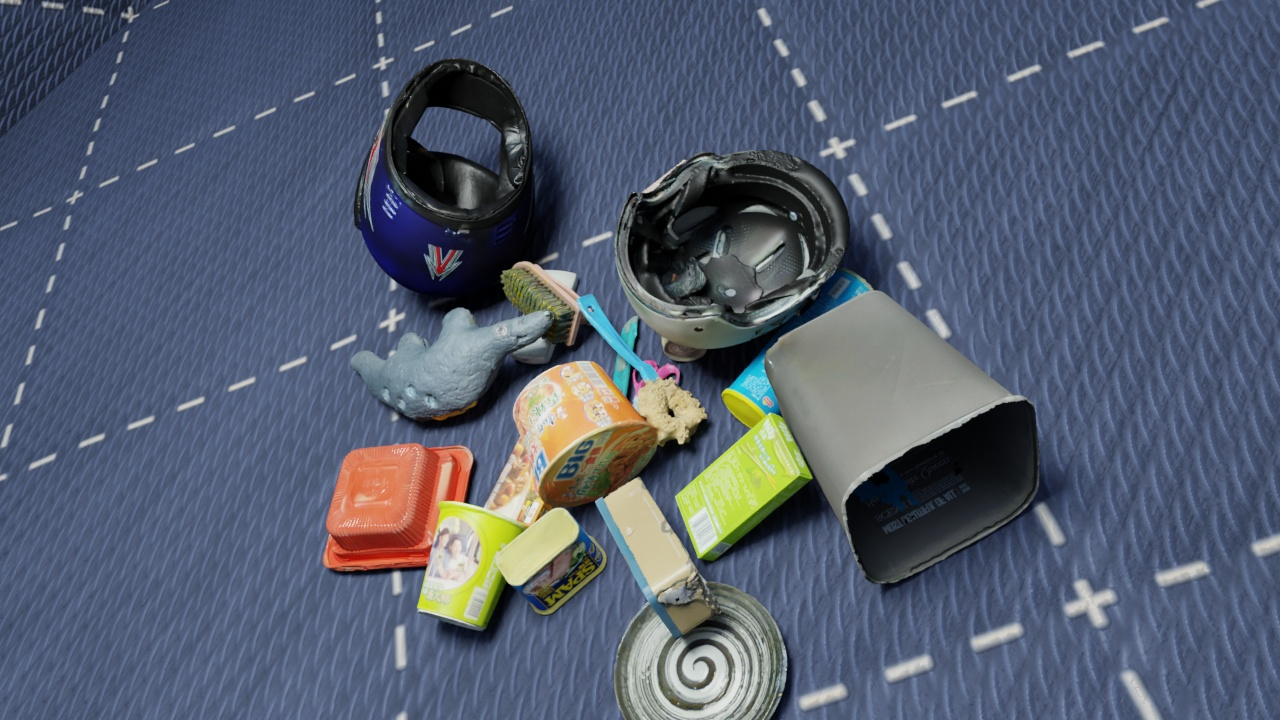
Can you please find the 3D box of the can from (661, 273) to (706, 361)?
[{"bbox_3d":[0.056,-0.061,1.172,0.058,0.058,0.116,-10,53,15],"label":"can"}]

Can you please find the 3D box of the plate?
[{"bbox_3d":[0.061,0.311,0.926,0.180,0.024,0.179,-12,52,16],"label":"plate"}]

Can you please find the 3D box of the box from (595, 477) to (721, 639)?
[{"bbox_3d":[0.014,0.199,0.963,0.061,0.090,0.184,-33,32,-6],"label":"box"}]

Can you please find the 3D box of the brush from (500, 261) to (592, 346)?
[{"bbox_3d":[-0.128,-0.084,1.240,0.072,0.063,0.145,-19,48,-38],"label":"brush"}]

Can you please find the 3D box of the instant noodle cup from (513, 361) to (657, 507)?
[{"bbox_3d":[-0.070,0.080,1.054,0.151,0.151,0.111,-32,59,-2],"label":"instant noodle cup"}]

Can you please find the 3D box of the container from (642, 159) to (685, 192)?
[{"bbox_3d":[0.059,-0.205,1.259,0.110,0.090,0.090,-43,51,-16],"label":"container"}]

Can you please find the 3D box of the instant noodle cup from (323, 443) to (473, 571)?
[{"bbox_3d":[-0.310,0.174,1.141,0.189,0.079,0.164,-7,55,15],"label":"instant noodle cup"}]

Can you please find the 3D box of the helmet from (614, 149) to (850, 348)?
[{"bbox_3d":[0.099,-0.113,1.078,0.273,0.157,0.230,-29,68,-20],"label":"helmet"}]

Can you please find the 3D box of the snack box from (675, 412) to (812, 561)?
[{"bbox_3d":[0.107,0.137,0.983,0.157,0.026,0.085,-46,44,26],"label":"snack box"}]

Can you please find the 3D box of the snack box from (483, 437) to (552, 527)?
[{"bbox_3d":[-0.127,0.133,1.128,0.075,0.026,0.153,11,61,28],"label":"snack box"}]

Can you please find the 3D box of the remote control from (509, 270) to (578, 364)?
[{"bbox_3d":[-0.133,-0.061,1.273,0.058,0.021,0.149,7,60,17],"label":"remote control"}]

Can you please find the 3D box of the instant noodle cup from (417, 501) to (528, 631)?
[{"bbox_3d":[-0.196,0.236,1.037,0.112,0.112,0.123,6,66,26],"label":"instant noodle cup"}]

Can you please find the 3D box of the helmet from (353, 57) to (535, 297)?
[{"bbox_3d":[-0.276,-0.239,1.315,0.247,0.241,0.314,10,60,-17],"label":"helmet"}]

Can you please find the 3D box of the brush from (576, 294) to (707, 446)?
[{"bbox_3d":[-0.007,0.007,1.127,0.083,0.046,0.254,-18,54,-30],"label":"brush"}]

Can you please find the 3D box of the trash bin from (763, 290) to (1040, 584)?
[{"bbox_3d":[0.249,0.067,0.927,0.199,0.199,0.219,-28,43,-1],"label":"trash bin"}]

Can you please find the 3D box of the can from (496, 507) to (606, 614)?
[{"bbox_3d":[-0.099,0.221,1.015,0.102,0.083,0.057,-39,51,-8],"label":"can"}]

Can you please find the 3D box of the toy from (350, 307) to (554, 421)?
[{"bbox_3d":[-0.267,0.010,1.223,0.357,0.091,0.137,-14,57,28],"label":"toy"}]

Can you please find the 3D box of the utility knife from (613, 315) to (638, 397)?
[{"bbox_3d":[-0.023,0.014,1.172,0.029,0.013,0.181,-24,43,35],"label":"utility knife"}]

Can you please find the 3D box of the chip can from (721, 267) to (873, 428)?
[{"bbox_3d":[0.188,-0.013,1.077,0.071,0.071,0.210,31,71,36],"label":"chip can"}]

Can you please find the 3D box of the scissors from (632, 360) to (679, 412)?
[{"bbox_3d":[-0.010,0.054,1.147,0.074,0.017,0.137,28,74,37],"label":"scissors"}]
